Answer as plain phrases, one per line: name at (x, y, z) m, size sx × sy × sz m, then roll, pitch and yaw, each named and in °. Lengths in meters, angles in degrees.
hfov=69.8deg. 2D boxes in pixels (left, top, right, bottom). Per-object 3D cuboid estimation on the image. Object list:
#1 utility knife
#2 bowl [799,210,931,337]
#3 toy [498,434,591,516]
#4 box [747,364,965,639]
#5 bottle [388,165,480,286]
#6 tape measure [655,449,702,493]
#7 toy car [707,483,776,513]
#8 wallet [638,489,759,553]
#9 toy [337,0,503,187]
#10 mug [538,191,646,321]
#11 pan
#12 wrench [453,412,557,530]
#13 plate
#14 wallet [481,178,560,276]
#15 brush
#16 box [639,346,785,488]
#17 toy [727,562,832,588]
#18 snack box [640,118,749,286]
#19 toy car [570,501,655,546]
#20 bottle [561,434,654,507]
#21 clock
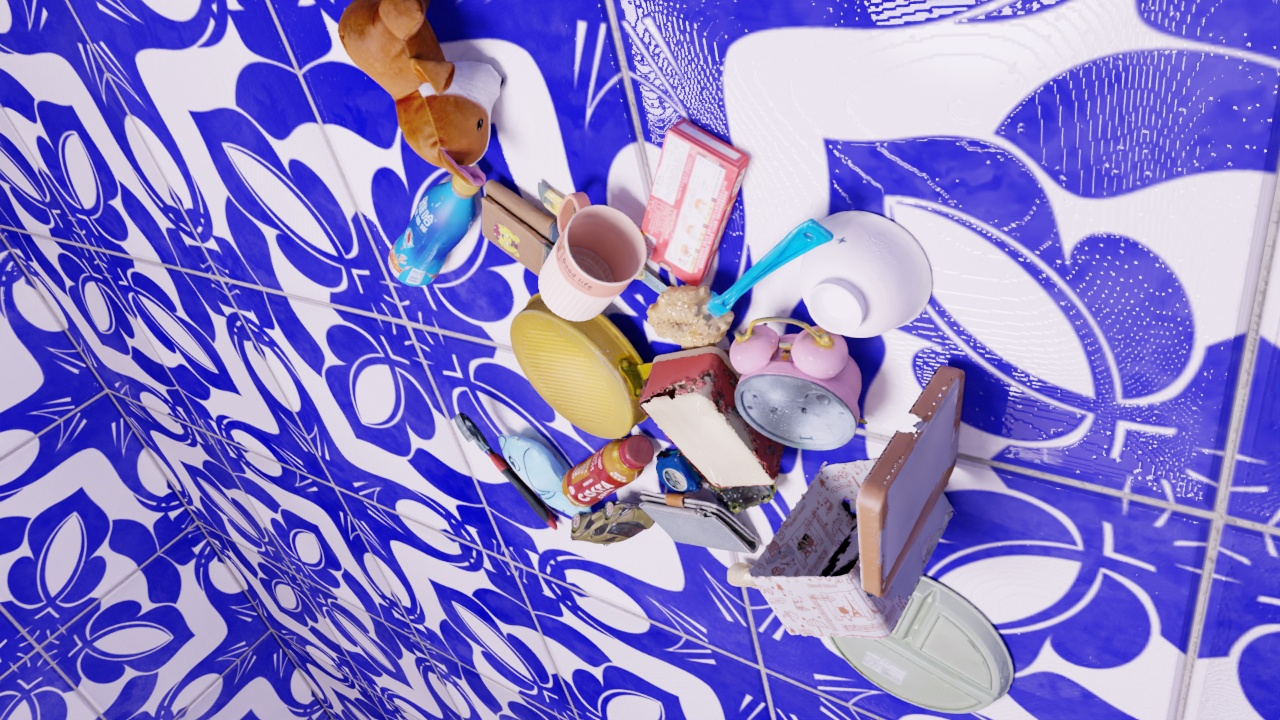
utility knife at (-0.031, -0.119, 0.962) m, size 0.205 × 0.021 × 0.031 m, roll 35°, pitch 151°, yaw 5°
bowl at (0.178, -0.059, 0.778) m, size 0.118 × 0.064 × 0.118 m, roll 25°, pitch 139°, yaw 23°
toy at (-0.135, 0.160, 1.287) m, size 0.161 × 0.049 × 0.156 m, roll 27°, pitch 148°, yaw 30°
box at (0.218, 0.143, 0.837) m, size 0.134 × 0.178 × 0.271 m, roll 37°, pitch 144°, yaw 10°
bottle at (-0.235, -0.159, 1.068) m, size 0.065 × 0.065 × 0.219 m, roll 47°, pitch 142°, yaw -3°
tape measure at (0.045, 0.134, 1.116) m, size 0.055 × 0.025 × 0.058 m, roll -10°, pitch 116°, yaw 49°
toy car at (0.119, 0.142, 1.046) m, size 0.048 × 0.032 × 0.105 m, roll 48°, pitch 148°, yaw -4°
wallet at (0.070, 0.196, 1.134) m, size 0.130 × 0.036 × 0.106 m, roll 0°, pitch 141°, yaw 46°
toy at (-0.202, -0.273, 0.904) m, size 0.130 × 0.140 × 0.200 m, roll -18°, pitch 122°, yaw 4°
mug at (-0.056, -0.107, 0.919) m, size 0.106 × 0.081 × 0.114 m, roll -42°, pitch 66°, yaw 61°
pan at (-0.006, 0.006, 1.028) m, size 0.358 × 0.078 × 0.198 m, roll 9°, pitch 135°, yaw 46°
wrench at (-0.188, 0.161, 1.311) m, size 0.273 × 0.016 × 0.056 m, roll 57°, pitch -179°, yaw -40°
plate at (0.305, 0.322, 1.050) m, size 0.230 × 0.027 × 0.231 m, roll 26°, pitch 139°, yaw 25°
wallet at (-0.126, -0.139, 1.012) m, size 0.115 × 0.033 × 0.090 m, roll 37°, pitch 149°, yaw 15°
brush at (0.088, -0.068, 0.836) m, size 0.083 × 0.045 × 0.255 m, roll 35°, pitch 148°, yaw -13°
box at (0.077, 0.069, 0.938) m, size 0.091 × 0.076 × 0.168 m, roll -10°, pitch 136°, yaw 35°
toy at (0.161, 0.249, 1.095) m, size 0.105 × 0.066 × 0.158 m, roll 19°, pitch 153°, yaw -21°
snack box at (0.045, -0.143, 0.855) m, size 0.075 × 0.025 × 0.153 m, roll 33°, pitch 142°, yaw 13°
toy car at (-0.037, 0.220, 1.236) m, size 0.070 × 0.042 × 0.159 m, roll 14°, pitch 151°, yaw -28°
bottle at (-0.041, 0.140, 1.175) m, size 0.057 × 0.057 × 0.175 m, roll 47°, pitch 142°, yaw -3°
clock at (0.146, 0.016, 0.857) m, size 0.117 × 0.059 × 0.158 m, roll 3°, pitch 142°, yaw 33°
